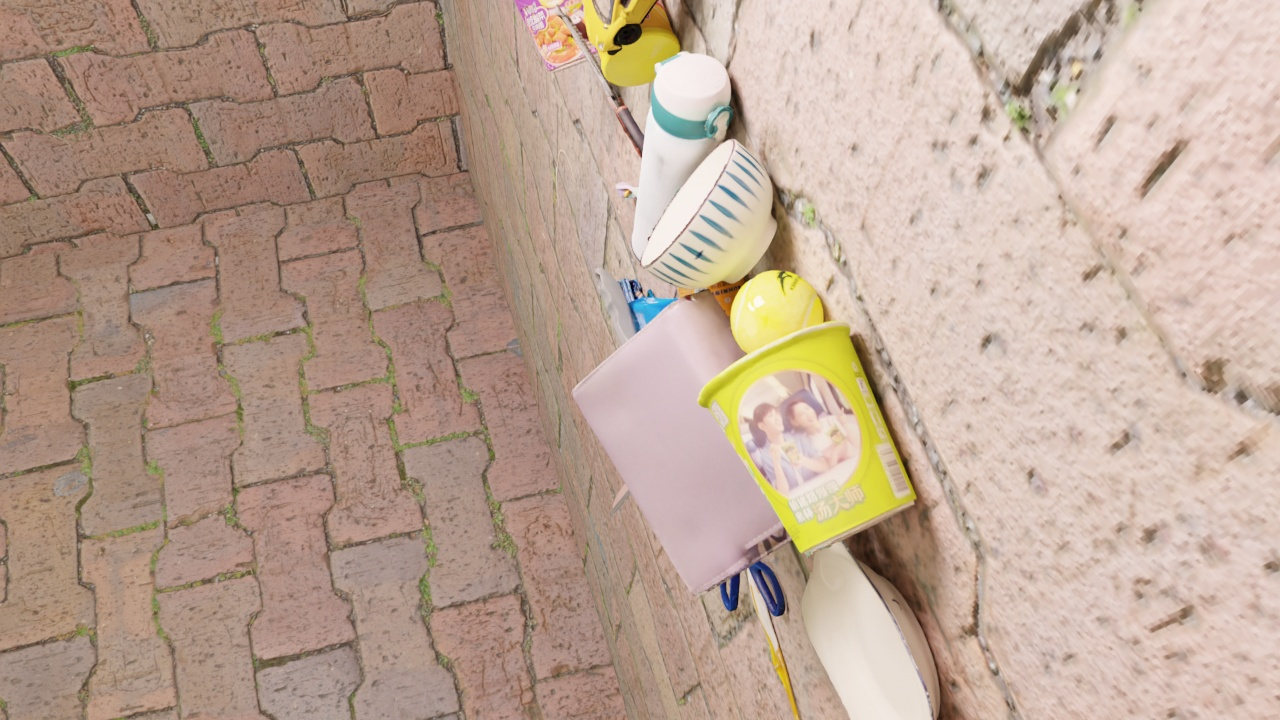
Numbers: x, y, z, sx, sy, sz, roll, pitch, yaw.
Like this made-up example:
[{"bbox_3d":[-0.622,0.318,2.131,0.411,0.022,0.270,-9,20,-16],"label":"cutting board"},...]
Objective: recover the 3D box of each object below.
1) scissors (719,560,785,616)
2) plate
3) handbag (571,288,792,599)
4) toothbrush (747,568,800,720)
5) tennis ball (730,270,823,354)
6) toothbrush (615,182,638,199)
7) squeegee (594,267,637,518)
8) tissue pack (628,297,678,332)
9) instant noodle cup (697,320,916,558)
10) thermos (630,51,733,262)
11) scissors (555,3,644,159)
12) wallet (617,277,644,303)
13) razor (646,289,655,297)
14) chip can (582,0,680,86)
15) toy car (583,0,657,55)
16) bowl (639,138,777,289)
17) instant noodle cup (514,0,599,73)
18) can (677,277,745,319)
[{"bbox_3d":[0.106,0.201,0.952,0.162,0.012,0.173,-134,41,-57],"label":"scissors"},{"bbox_3d":[0.168,0.210,0.655,0.164,0.034,0.164,89,162,-47],"label":"plate"},{"bbox_3d":[0.055,0.062,0.721,0.145,0.098,0.197,-43,75,42],"label":"handbag"},{"bbox_3d":[0.138,0.309,0.949,0.016,0.018,0.191,121,135,-71],"label":"toothbrush"},{"bbox_3d":[0.096,-0.030,0.645,0.065,0.065,0.065,166,91,-79],"label":"tennis ball"},{"bbox_3d":[0.009,-0.170,1.006,0.021,0.029,0.189,-62,25,10],"label":"toothbrush"},{"bbox_3d":[-0.006,0.006,0.973,0.248,0.040,0.249,124,136,-54],"label":"squeegee"},{"bbox_3d":[0.025,-0.024,1.017,0.157,0.052,0.095,-161,57,-76],"label":"tissue pack"},{"bbox_3d":[0.112,0.055,0.590,0.112,0.111,0.123,108,139,-69],"label":"instant noodle cup"},{"bbox_3d":[0.034,-0.162,0.786,0.225,0.073,0.073,100,154,-62],"label":"thermos"},{"bbox_3d":[-0.018,-0.241,0.889,0.189,0.015,0.227,60,-174,20],"label":"scissors"},{"bbox_3d":[-0.004,-0.030,1.191,0.106,0.040,0.133,100,154,-73],"label":"wallet"},{"bbox_3d":[0.023,-0.014,1.112,0.043,0.022,0.142,101,152,-69],"label":"razor"},{"bbox_3d":[-0.028,-0.357,0.834,0.072,0.072,0.213,109,145,-69],"label":"chip can"},{"bbox_3d":[-0.003,-0.310,0.728,0.156,0.041,0.071,-42,61,43],"label":"toy car"},{"bbox_3d":[0.059,-0.099,0.687,0.066,0.116,0.116,34,176,-13],"label":"bowl"},{"bbox_3d":[-0.075,-0.368,0.979,0.111,0.111,0.099,-143,32,-72],"label":"instant noodle cup"},{"bbox_3d":[0.074,-0.008,0.791,0.058,0.058,0.146,-173,70,-78],"label":"can"}]
